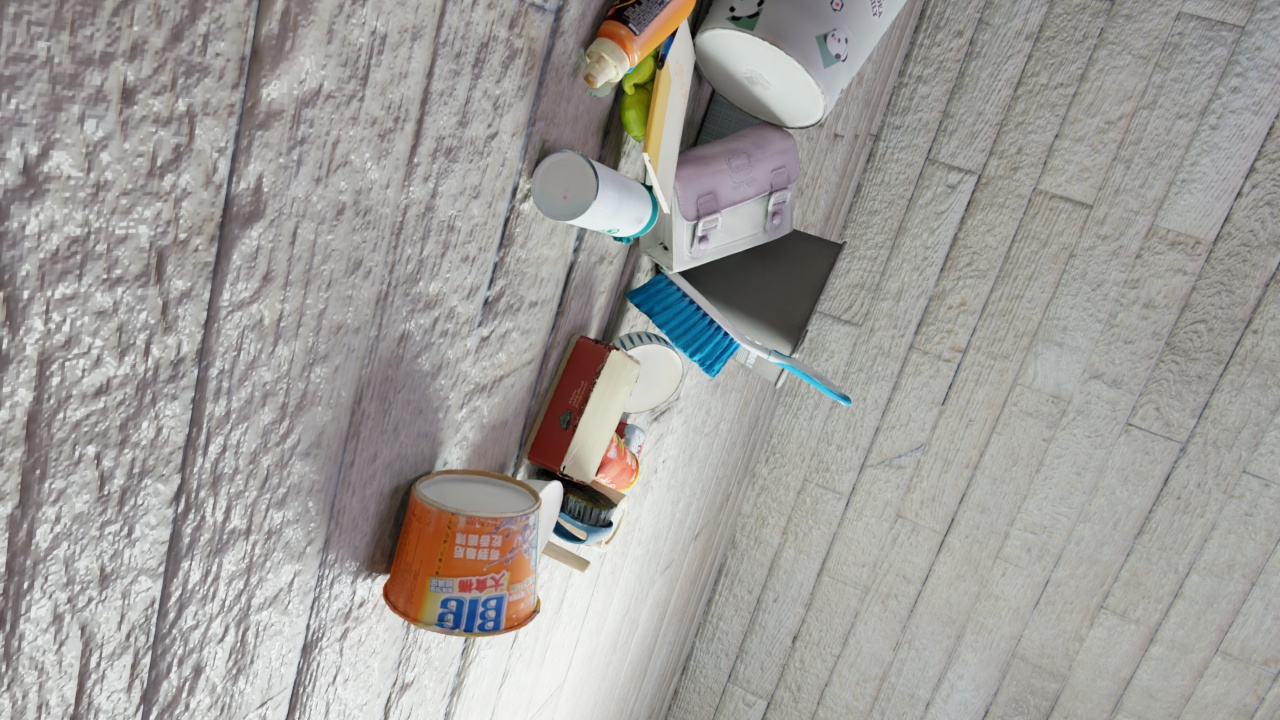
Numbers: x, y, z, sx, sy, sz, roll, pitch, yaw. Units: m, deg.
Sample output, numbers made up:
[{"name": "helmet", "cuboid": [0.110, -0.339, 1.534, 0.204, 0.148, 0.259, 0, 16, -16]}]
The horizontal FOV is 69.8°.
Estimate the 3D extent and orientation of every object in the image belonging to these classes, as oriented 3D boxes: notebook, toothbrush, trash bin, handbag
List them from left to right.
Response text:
[{"name": "notebook", "cuboid": [0.033, -0.288, 1.017, 0.146, 0.010, 0.206, 56, 42, -71]}, {"name": "toothbrush", "cuboid": [0.044, -0.368, 0.965, 0.014, 0.016, 0.189, 63, 36, -49]}, {"name": "handbag", "cuboid": [0.103, -0.208, 1.168, 0.196, 0.098, 0.145, -22, 128, -27]}, {"name": "trash bin", "cuboid": [0.150, -0.103, 1.322, 0.199, 0.220, 0.198, 95, 21, -70]}, {"name": "trash bin", "cuboid": [0.201, -0.436, 1.105, 0.251, 0.230, 0.229, -60, 163, -9]}]

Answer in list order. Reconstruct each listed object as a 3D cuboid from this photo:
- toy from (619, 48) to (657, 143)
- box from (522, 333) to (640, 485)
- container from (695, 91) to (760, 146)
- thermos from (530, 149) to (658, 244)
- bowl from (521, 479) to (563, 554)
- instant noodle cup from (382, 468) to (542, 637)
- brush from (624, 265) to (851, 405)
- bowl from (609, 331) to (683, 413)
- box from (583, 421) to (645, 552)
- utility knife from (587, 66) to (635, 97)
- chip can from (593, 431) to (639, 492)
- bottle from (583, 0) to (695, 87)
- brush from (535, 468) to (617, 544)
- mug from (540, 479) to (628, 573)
[{"name": "toy", "cuboid": [-0.001, -0.281, 0.972, 0.096, 0.031, 0.100, -37, 141, -62]}, {"name": "box", "cuboid": [-0.062, 0.062, 1.105, 0.091, 0.077, 0.168, 32, 79, -58]}, {"name": "container", "cuboid": [0.130, -0.302, 1.272, 0.111, 0.090, 0.089, -67, 164, 8]}, {"name": "thermos", "cuboid": [-0.038, -0.162, 0.945, 0.073, 0.073, 0.224, -70, 164, 8]}, {"name": "bowl", "cuboid": [-0.145, 0.180, 1.048, 0.118, 0.065, 0.118, -58, 162, -31]}, {"name": "instant noodle cup", "cuboid": [-0.160, 0.174, 0.864, 0.151, 0.151, 0.111, -19, 121, -69]}, {"name": "brush", "cuboid": [0.127, -0.015, 1.206, 0.109, 0.314, 0.060, -47, 178, 3]}, {"name": "bowl", "cuboid": [-0.007, 0.007, 1.232, 0.066, 0.116, 0.117, -118, -149, -48]}, {"name": "box", "cuboid": [-0.039, 0.195, 1.415, 0.087, 0.047, 0.201, 48, 59, -72]}, {"name": "utility knife", "cuboid": [-0.001, -0.323, 0.920, 0.185, 0.034, 0.018, -58, 171, -26]}, {"name": "chip can", "cuboid": [-0.053, 0.129, 1.274, 0.073, 0.073, 0.217, -64, 163, -13]}, {"name": "bottle", "cuboid": [-0.006, -0.314, 0.866, 0.149, 0.067, 0.067, -55, 161, -17]}, {"name": "brush", "cuboid": [-0.086, 0.184, 1.126, 0.055, 0.144, 0.073, 4, 103, -41]}, {"name": "mug", "cuboid": [-0.087, 0.209, 1.206, 0.124, 0.103, 0.084, -58, 161, -34]}]
